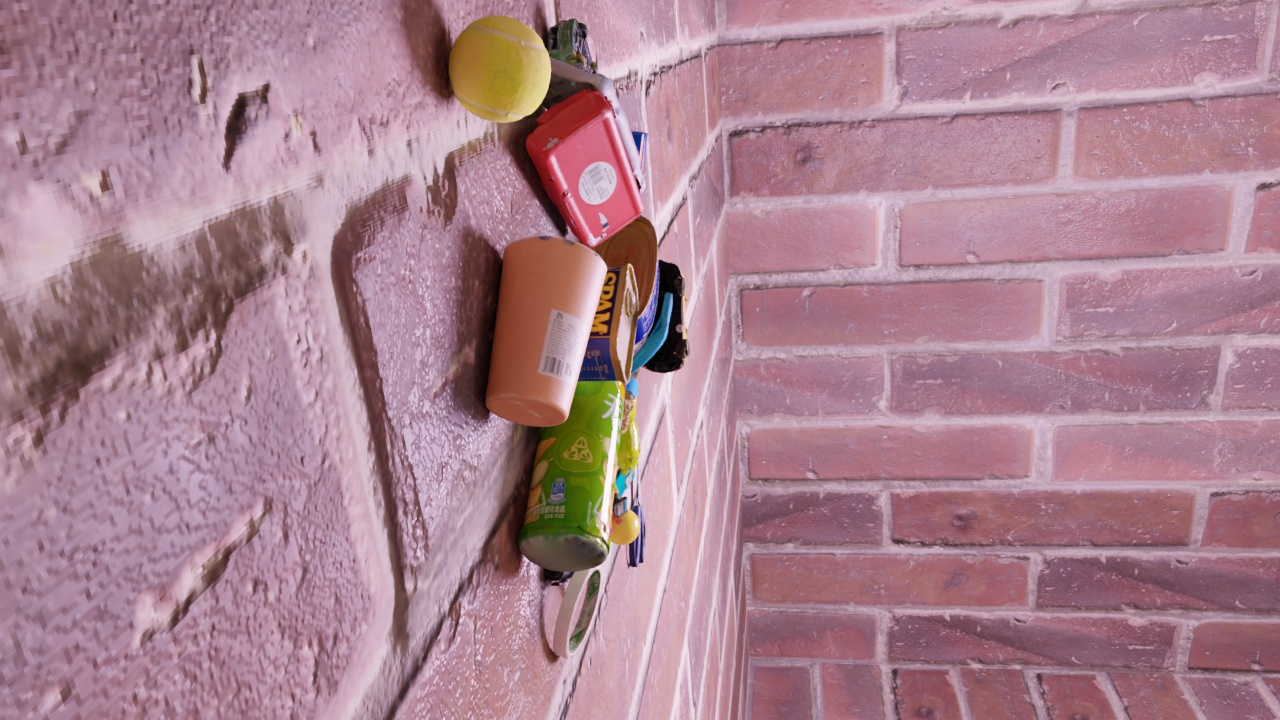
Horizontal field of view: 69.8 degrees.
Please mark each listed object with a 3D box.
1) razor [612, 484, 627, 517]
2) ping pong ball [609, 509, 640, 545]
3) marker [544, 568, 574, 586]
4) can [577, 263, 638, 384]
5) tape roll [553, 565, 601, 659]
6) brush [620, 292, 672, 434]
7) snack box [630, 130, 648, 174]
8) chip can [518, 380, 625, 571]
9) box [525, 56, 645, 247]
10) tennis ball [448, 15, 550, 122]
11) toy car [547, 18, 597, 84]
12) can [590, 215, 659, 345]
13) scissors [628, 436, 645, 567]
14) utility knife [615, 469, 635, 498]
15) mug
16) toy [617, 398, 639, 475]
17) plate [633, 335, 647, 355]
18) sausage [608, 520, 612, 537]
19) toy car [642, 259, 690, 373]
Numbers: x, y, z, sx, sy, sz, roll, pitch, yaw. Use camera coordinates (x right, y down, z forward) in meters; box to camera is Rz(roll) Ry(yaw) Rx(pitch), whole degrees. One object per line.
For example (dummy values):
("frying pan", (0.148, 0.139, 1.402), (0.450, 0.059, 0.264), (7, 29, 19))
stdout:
("razor", (-0.029, 0.102, 1.001), (0.043, 0.028, 0.132), (83, 4, -61))
("ping pong ball", (-0.021, 0.182, 1.007), (0.040, 0.040, 0.040), (0, 89, -80))
("marker", (-0.060, 0.190, 0.839), (0.132, 0.020, 0.022), (43, 37, -76))
("can", (-0.049, -0.029, 0.748), (0.057, 0.083, 0.101), (77, 15, -49))
("tape roll", (-0.055, 0.222, 0.818), (0.085, 0.014, 0.086), (15, 89, -76))
("brush", (-0.005, 0.005, 0.882), (0.255, 0.046, 0.083), (122, -18, -62))
("snack box", (-0.011, -0.224, 1.069), (0.157, 0.026, 0.084), (-81, 179, -76))
("chip can", (-0.051, 0.065, 0.761), (0.073, 0.073, 0.220), (75, 16, -52))
("box", (-0.056, -0.191, 0.814), (0.098, 0.095, 0.201), (55, -2, 18))
("tennis ball", (-0.090, -0.187, 0.589), (0.065, 0.065, 0.065), (0, 89, -80))
("toy car", (-0.061, -0.275, 0.851), (0.091, 0.036, 0.043), (63, 27, -66))
("can", (-0.018, -0.085, 0.970), (0.049, 0.075, 0.147), (79, 14, -57))
("scissors", (-0.001, 0.186, 1.195), (0.141, 0.012, 0.170), (77, 17, -52))
("utility knife", (-0.022, 0.147, 1.082), (0.164, 0.013, 0.029), (-41, 125, -77))
("mug", (-0.071, -0.019, 0.662), (0.078, 0.078, 0.122), (68, 27, -63))
("toy", (-0.018, 0.080, 1.060), (0.097, 0.031, 0.100), (93, -5, -47))
("plate", (-0.014, -0.087, 1.139), (0.179, 0.024, 0.179), (-1, 89, -82))
("sausage", (-0.045, 0.124, 0.941), (0.020, 0.020, 0.156), (-73, 159, -61))
("toy car", (0.030, -0.059, 1.244), (0.041, 0.071, 0.156), (-16, 104, -78))
